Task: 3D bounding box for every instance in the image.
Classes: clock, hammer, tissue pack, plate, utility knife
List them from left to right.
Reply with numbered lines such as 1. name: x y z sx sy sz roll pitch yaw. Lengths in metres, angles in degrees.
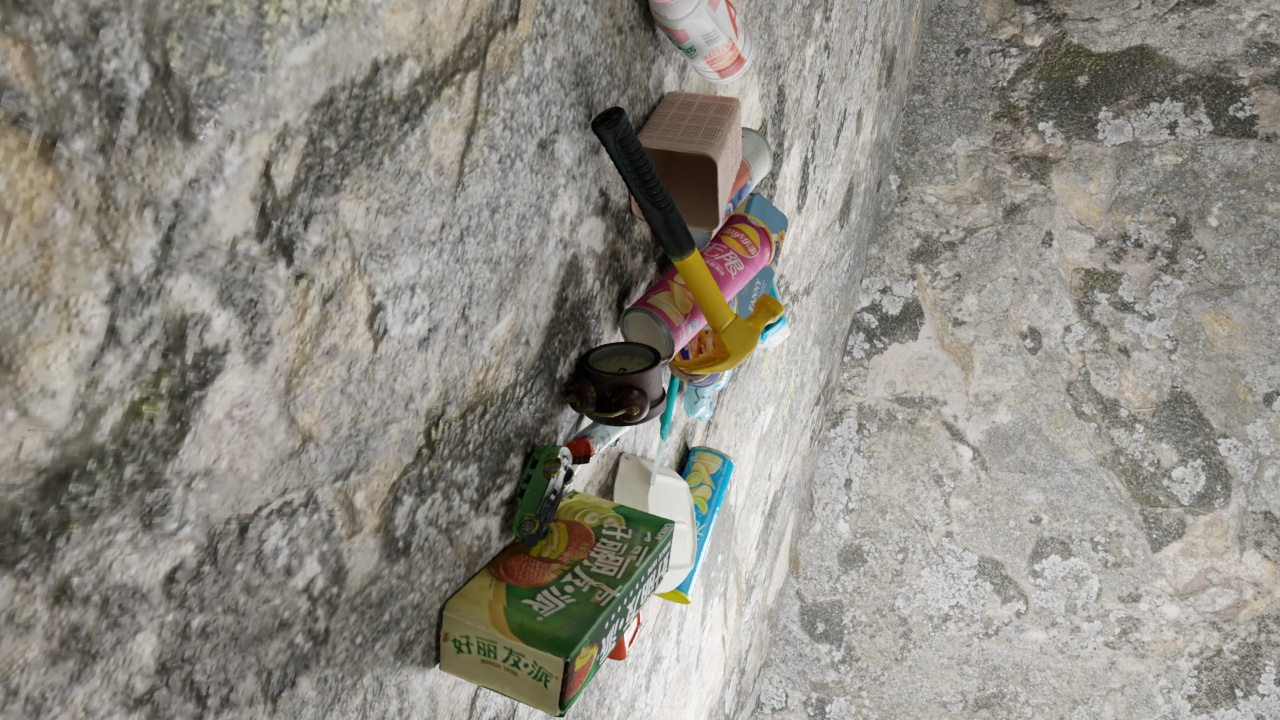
1. clock: -0.021 0.026 0.857 0.121 0.082 0.055 -48 142 -57
2. plate: 0.026 0.196 1.099 0.265 0.034 0.162 37 47 -69
3. utility knife: 0.031 0.060 1.081 0.029 0.013 0.215 73 22 -44
4. hammer: 0.038 -0.102 0.848 0.128 0.033 0.301 -47 129 -16
5. tissue pack: 0.161 -0.086 1.277 0.090 0.063 0.140 36 38 -70

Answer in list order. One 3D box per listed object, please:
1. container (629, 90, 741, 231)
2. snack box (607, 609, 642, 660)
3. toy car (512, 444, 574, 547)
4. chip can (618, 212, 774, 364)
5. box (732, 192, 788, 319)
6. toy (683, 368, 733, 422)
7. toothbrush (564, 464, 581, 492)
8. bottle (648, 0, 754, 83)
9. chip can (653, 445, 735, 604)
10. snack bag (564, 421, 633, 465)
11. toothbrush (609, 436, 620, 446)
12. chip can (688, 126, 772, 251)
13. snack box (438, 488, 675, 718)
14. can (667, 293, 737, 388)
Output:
1. container: 0.048 -0.199 0.893 0.090 0.090 0.110 82 24 -47
2. snack box: -0.042 0.264 0.965 0.081 0.080 0.091 -60 155 -42
3. toy car: -0.087 0.116 0.797 0.043 0.036 0.091 61 44 -65
4. chip can: 0.064 -0.080 0.984 0.209 0.071 0.071 -44 145 -39
5. box: 0.125 -0.118 1.175 0.089 0.061 0.184 24 76 -44
6. toy: 0.100 -0.001 1.237 0.155 0.050 0.161 -34 130 -59
7. toothbrush: -0.052 0.077 0.903 0.029 0.020 0.189 53 46 -27
8. bottle: 0.050 -0.320 0.853 0.196 0.068 0.068 7 96 -67
9. chip can: 0.069 0.228 1.280 0.071 0.071 0.209 68 39 -60
10. snack bag: -0.036 0.068 0.874 0.103 0.048 0.026 -36 115 -46
11. toothbrush: -0.006 0.006 0.991 0.018 0.016 0.181 38 67 -60
12. chip can: 0.084 -0.194 1.025 0.214 0.071 0.071 -52 150 -50
13. snack box: -0.063 0.199 0.801 0.239 0.114 0.063 -35 136 -62
14. can: 0.073 -0.043 1.086 0.049 0.075 0.148 22 75 -69
